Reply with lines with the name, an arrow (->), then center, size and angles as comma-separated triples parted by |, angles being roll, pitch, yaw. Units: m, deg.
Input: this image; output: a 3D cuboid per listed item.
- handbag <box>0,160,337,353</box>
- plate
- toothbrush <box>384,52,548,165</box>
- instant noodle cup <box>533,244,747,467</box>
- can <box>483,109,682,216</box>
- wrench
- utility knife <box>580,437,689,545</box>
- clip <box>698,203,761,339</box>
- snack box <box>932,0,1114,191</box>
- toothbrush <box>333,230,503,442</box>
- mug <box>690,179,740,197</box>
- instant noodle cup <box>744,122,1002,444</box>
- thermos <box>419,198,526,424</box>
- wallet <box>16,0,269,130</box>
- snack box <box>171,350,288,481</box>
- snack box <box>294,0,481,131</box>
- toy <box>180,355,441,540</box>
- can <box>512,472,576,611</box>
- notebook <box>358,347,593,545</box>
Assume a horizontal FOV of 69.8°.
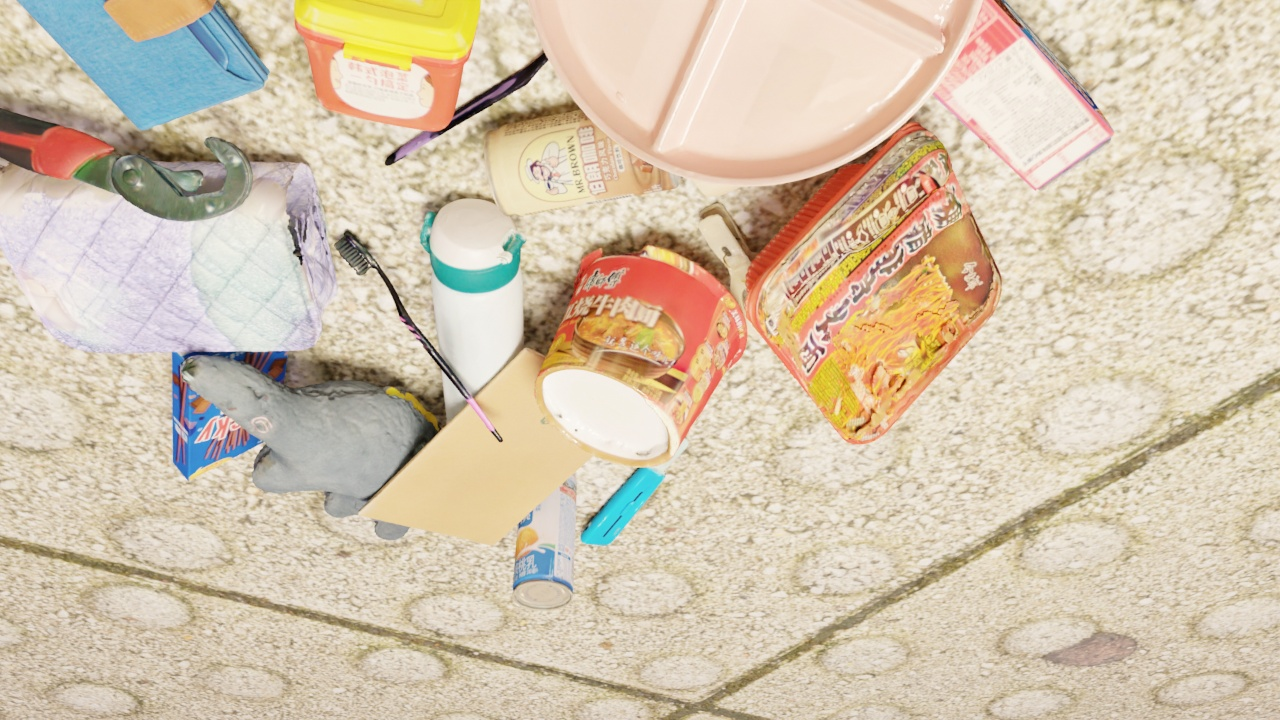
handbag -> -0.314, -0.073, 0.623 | 0.194, 0.075, 0.134 | 0, 134, -3
plate -> 0.052, -0.201, 0.451 | 0.230, 0.028, 0.230 | 7, 116, 14
toothbrush -> -0.088, -0.164, 0.569 | 0.189, 0.014, 0.016 | -24, 146, 24
instant noodle cup -> -0.004, 0.004, 0.655 | 0.138, 0.108, 0.138 | 18, 145, 13
can -> -0.035, -0.127, 0.576 | 0.116, 0.058, 0.058 | -8, 138, 9
wrench -> -0.370, -0.137, 0.551 | 0.273, 0.016, 0.056 | 15, 100, -3
utility knife -> -0.004, 0.128, 0.898 | 0.034, 0.018, 0.200 | 18, 134, -20
clip -> 0.078, -0.070, 0.672 | 0.035, 0.092, 0.103 | -25, 98, 26
snack box -> 0.186, -0.179, 0.523 | 0.207, 0.057, 0.058 | 30, 128, -30
toothbrush -> -0.160, -0.013, 0.667 | 0.189, 0.017, 0.014 | 55, 163, -9
mug -> 0.063, -0.167, 0.526 | 0.104, 0.084, 0.124 | -22, 110, 24
instant noodle cup -> 0.151, -0.049, 0.618 | 0.164, 0.079, 0.189 | -45, 129, -3
thermos -> -0.123, -0.021, 0.692 | 0.073, 0.073, 0.225 | 3, 138, -4
wallet -> -0.287, -0.196, 0.512 | 0.106, 0.040, 0.133 | -11, 139, 18
snack box -> -0.328, 0.028, 0.734 | 0.026, 0.084, 0.158 | 44, 137, 14
snack box -> -0.138, -0.175, 0.507 | 0.091, 0.081, 0.080 | 10, 147, -11
toy -> -0.236, 0.080, 0.772 | 0.138, 0.091, 0.356 | -14, 150, 7
can -> -0.086, 0.156, 0.839 | 0.053, 0.134, 0.053 | -1, 138, -1
notebook -> -0.109, 0.079, 0.752 | 0.208, 0.008, 0.147 | -42, 139, 20
